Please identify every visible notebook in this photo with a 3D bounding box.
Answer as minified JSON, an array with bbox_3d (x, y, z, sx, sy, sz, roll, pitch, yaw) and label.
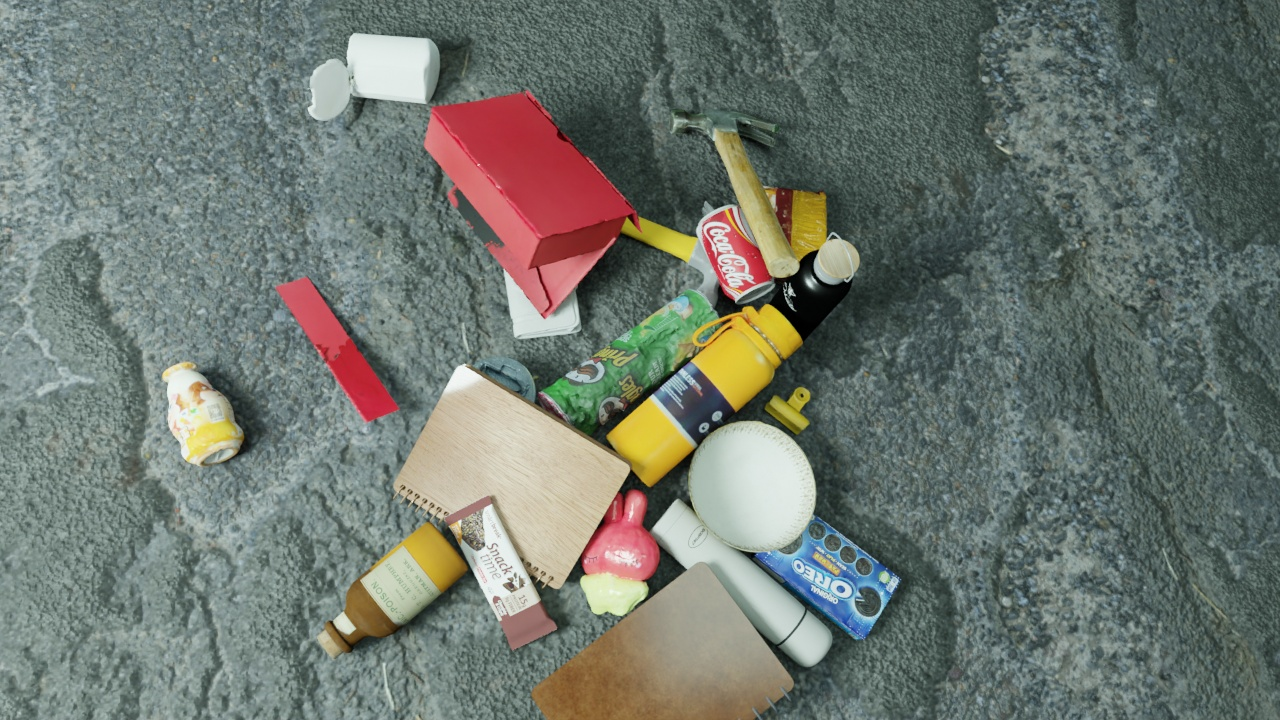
[{"bbox_3d":[0.025,0.340,0.942,0.225,0.024,0.167,-37,80,-3],"label":"notebook"},{"bbox_3d":[-0.140,0.128,0.974,0.210,0.022,0.169,31,99,3],"label":"notebook"}]

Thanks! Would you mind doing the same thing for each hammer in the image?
[{"bbox_3d":[-0.039,-0.176,1.120,0.323,0.029,0.126,22,71,1],"label":"hammer"},{"bbox_3d":[0.126,-0.204,1.066,0.132,0.033,0.329,0,42,-12],"label":"hammer"}]

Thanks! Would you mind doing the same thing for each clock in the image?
[{"bbox_3d":[-0.164,0.053,1.014,0.083,0.057,0.117,26,71,1],"label":"clock"}]

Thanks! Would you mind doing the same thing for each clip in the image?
[{"bbox_3d":[0.180,0.053,1.075,0.054,0.044,0.050,39,97,7],"label":"clip"}]

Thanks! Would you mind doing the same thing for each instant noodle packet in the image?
[{"bbox_3d":[0.180,-0.152,1.134,0.098,0.040,0.135,7,70,-5],"label":"instant noodle packet"}]

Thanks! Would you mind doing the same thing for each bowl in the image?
[{"bbox_3d":[0.114,0.143,1.010,0.145,0.063,0.145,5,71,-14],"label":"bowl"}]

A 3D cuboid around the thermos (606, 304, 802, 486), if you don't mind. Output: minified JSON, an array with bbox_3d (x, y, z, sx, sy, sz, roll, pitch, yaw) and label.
[{"bbox_3d":[0.069,0.030,1.004,0.232,0.076,0.091,-41,124,0],"label":"thermos"}]

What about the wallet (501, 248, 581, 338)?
[{"bbox_3d":[-0.116,-0.084,1.077,0.086,0.032,0.116,-12,75,-9],"label":"wallet"}]

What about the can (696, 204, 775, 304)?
[{"bbox_3d":[0.112,-0.124,1.071,0.064,0.064,0.104,-21,78,-14],"label":"can"}]

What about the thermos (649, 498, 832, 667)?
[{"bbox_3d":[0.109,0.242,0.993,0.224,0.052,0.052,40,72,6],"label":"thermos"}]

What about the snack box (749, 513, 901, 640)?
[{"bbox_3d":[0.205,0.233,1.021,0.150,0.027,0.082,36,70,5],"label":"snack box"}]

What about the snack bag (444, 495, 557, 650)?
[{"bbox_3d":[-0.147,0.223,0.963,0.057,0.013,0.158,-27,90,7],"label":"snack bag"}]

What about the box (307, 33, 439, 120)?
[{"bbox_3d":[-0.315,-0.334,1.089,0.137,0.083,0.143,4,47,-5],"label":"box"}]

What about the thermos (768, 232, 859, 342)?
[{"bbox_3d":[0.187,-0.074,1.008,0.061,0.232,0.061,2,72,-7],"label":"thermos"}]

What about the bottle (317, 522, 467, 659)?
[{"bbox_3d":[-0.257,0.240,0.937,0.156,0.068,0.068,-40,81,-17],"label":"bottle"}]

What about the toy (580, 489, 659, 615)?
[{"bbox_3d":[-0.023,0.204,0.979,0.092,0.045,0.135,2,74,28],"label":"toy"}]

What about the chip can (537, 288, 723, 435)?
[{"bbox_3d":[-0.006,0.004,1.042,0.223,0.075,0.075,-36,80,-17],"label":"chip can"}]

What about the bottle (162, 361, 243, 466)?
[{"bbox_3d":[-0.466,0.055,0.970,0.063,0.063,0.109,-26,77,-15],"label":"bottle"}]

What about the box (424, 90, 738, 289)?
[{"bbox_3d":[-0.031,-0.203,1.151,0.215,0.141,0.509,49,30,19],"label":"box"}]
